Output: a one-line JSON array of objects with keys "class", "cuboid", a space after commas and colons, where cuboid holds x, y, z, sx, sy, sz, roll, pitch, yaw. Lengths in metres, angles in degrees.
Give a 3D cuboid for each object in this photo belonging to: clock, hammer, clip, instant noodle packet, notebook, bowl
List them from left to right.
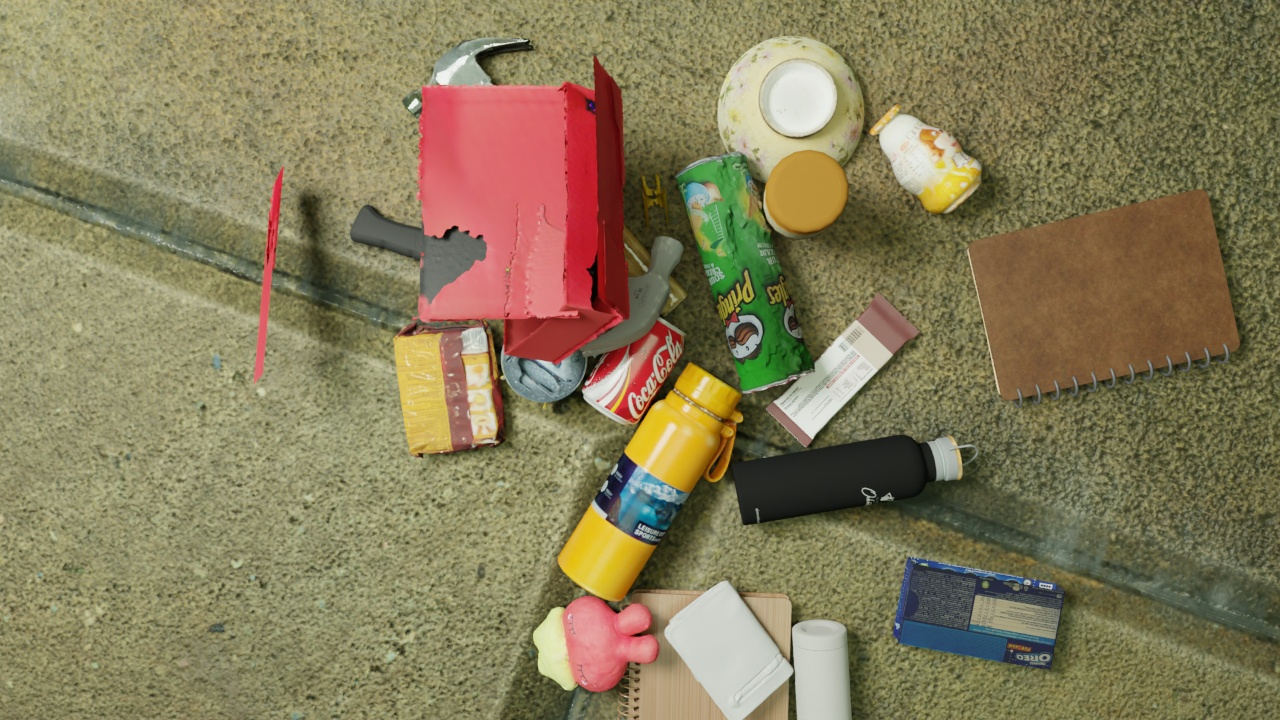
[{"class": "instant noodle packet", "cuboid": [-0.187, 0.026, 0.907, 0.098, 0.039, 0.135, -7, 94, 3]}, {"class": "hammer", "cuboid": [-0.130, -0.091, 0.873, 0.324, 0.029, 0.127, 15, 74, 13]}, {"class": "clock", "cuboid": [-0.082, -0.013, 0.890, 0.083, 0.057, 0.117, 37, 94, 1]}, {"class": "hammer", "cuboid": [-0.075, -0.176, 0.896, 0.132, 0.033, 0.330, -42, 91, 3]}, {"class": "clip", "cuboid": [0.010, -0.157, 0.888, 0.044, 0.054, 0.049, -37, 65, -12]}, {"class": "notebook", "cuboid": [0.062, 0.337, 0.918, 0.169, 0.022, 0.210, 2, 93, 2]}, {"class": "bowl", "cuboid": [0.145, -0.240, 0.864, 0.145, 0.063, 0.145, 0, 93, 2]}, {"class": "notebook", "cuboid": [0.440, -0.057, 0.878, 0.225, 0.024, 0.167, -13, 91, 4]}]

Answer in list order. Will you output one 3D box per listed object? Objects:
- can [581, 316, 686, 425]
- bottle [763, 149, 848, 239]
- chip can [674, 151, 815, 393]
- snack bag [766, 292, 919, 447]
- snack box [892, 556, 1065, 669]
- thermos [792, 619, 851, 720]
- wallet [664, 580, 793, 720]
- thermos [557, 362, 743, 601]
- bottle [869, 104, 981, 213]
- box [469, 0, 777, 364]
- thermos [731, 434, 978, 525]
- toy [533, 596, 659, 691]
[{"class": "can", "cuboid": [-0.005, 0.005, 0.883, 0.064, 0.064, 0.105, 33, 94, 1]}, {"class": "bottle", "cuboid": [0.144, -0.143, 0.823, 0.068, 0.157, 0.068, 0, 94, 6]}, {"class": "chip can", "cuboid": [0.099, -0.084, 0.870, 0.075, 0.075, 0.223, -18, 91, 3]}, {"class": "snack bag", "cuboid": [0.198, 0.010, 0.899, 0.057, 0.013, 0.158, 43, 94, 2]}, {"class": "snack box", "cuboid": [0.330, 0.248, 0.898, 0.150, 0.027, 0.082, 11, 95, 3]}, {"class": "thermos", "cuboid": [0.181, 0.371, 0.898, 0.052, 0.052, 0.224, -4, 93, 3]}, {"class": "wallet", "cuboid": [0.085, 0.282, 0.891, 0.086, 0.032, 0.116, -33, 90, -8]}, {"class": "thermos", "cuboid": [0.016, 0.116, 0.888, 0.076, 0.091, 0.233, 35, 95, 41]}, {"class": "bottle", "cuboid": [0.265, -0.190, 0.861, 0.109, 0.063, 0.063, 43, 94, 0]}, {"class": "box", "cuboid": [-0.048, -0.174, 0.611, 0.141, 0.512, 0.215, 3, 71, -12]}, {"class": "thermos", "cuboid": [0.207, 0.109, 0.879, 0.231, 0.061, 0.061, -10, 92, 3]}, {"class": "toy", "cuboid": [-0.044, 0.277, 0.897, 0.135, 0.045, 0.091, -14, 82, 22]}]
